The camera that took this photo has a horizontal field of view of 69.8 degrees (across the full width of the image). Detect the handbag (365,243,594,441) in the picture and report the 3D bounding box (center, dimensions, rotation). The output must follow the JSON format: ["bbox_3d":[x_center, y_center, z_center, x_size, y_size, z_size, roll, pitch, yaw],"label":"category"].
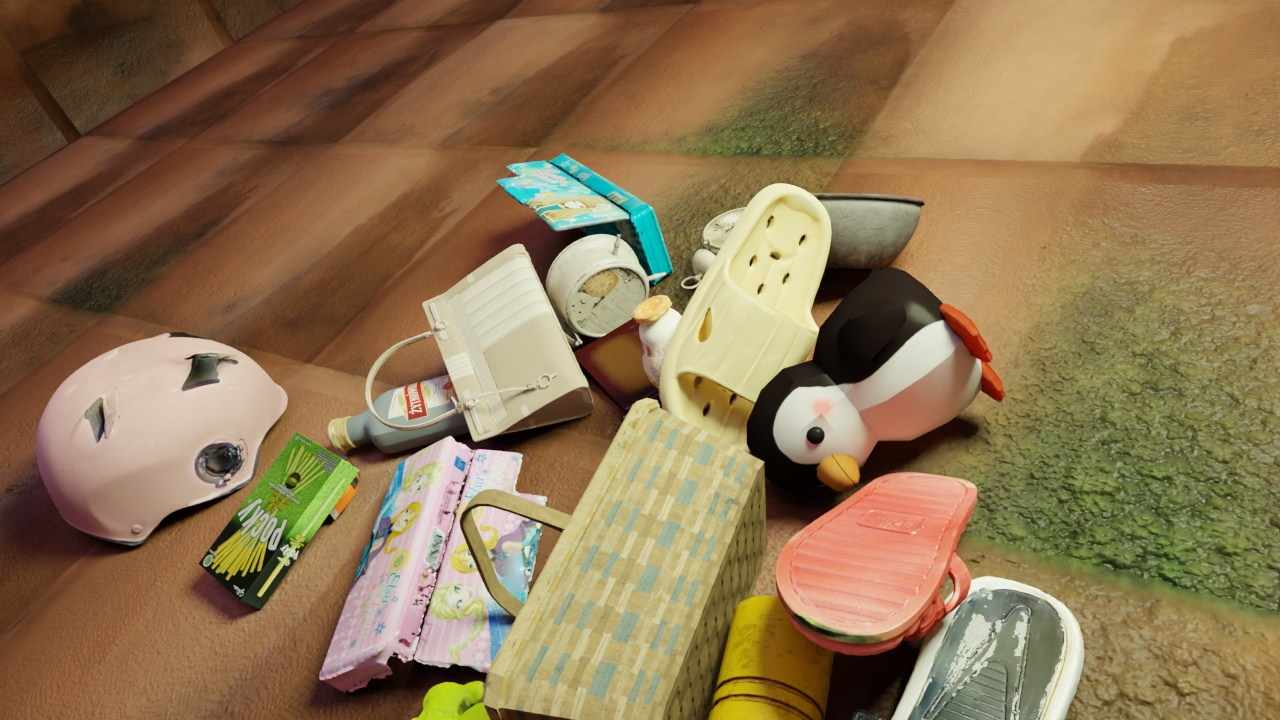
[{"bbox_3d":[-0.170,0.003,0.890,0.198,0.062,0.175,-23,63,-7],"label":"handbag"}]

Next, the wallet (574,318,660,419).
[{"bbox_3d":[-0.005,0.005,0.912,0.091,0.018,0.115,-32,41,-14],"label":"wallet"}]

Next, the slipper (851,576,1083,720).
[{"bbox_3d":[0.179,0.225,0.521,0.111,0.063,0.263,12,46,36],"label":"slipper"}]

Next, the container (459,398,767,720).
[{"bbox_3d":[-0.033,0.156,0.634,0.186,0.158,0.249,11,47,20],"label":"container"}]

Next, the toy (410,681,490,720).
[{"bbox_3d":[-0.128,0.264,0.640,0.094,0.036,0.094,-3,34,30],"label":"toy"}]

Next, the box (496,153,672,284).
[{"bbox_3d":[-0.066,-0.182,1.055,0.085,0.170,0.227,-58,40,8],"label":"box"}]

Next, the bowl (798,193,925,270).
[{"bbox_3d":[0.201,-0.123,0.899,0.145,0.067,0.145,2,5,0],"label":"bowl"}]

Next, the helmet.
[{"bbox_3d":[-0.526,0.060,0.996,0.254,0.153,0.230,-32,35,-23],"label":"helmet"}]

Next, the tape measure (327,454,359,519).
[{"bbox_3d":[-0.306,0.119,0.898,0.058,0.038,0.058,7,46,32],"label":"tape measure"}]

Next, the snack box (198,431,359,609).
[{"bbox_3d":[-0.336,0.146,0.854,0.080,0.025,0.147,20,70,37],"label":"snack box"}]

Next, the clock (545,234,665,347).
[{"bbox_3d":[-0.054,-0.057,0.958,0.157,0.103,0.061,-45,44,10],"label":"clock"}]

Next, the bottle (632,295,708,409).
[{"bbox_3d":[0.031,-0.005,0.826,0.063,0.109,0.063,-22,30,13],"label":"bottle"}]

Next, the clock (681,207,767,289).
[{"bbox_3d":[0.096,-0.118,0.981,0.140,0.055,0.093,-37,40,-22],"label":"clock"}]

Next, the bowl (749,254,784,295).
[{"bbox_3d":[0.105,-0.060,0.887,0.057,0.137,0.136,44,65,8],"label":"bowl"}]

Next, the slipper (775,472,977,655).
[{"bbox_3d":[0.160,0.134,0.597,0.104,0.059,0.248,3,14,29],"label":"slipper"}]

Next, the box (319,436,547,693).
[{"bbox_3d":[-0.168,0.158,0.770,0.160,0.063,0.229,-10,39,14],"label":"box"}]

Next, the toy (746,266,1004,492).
[{"bbox_3d":[0.160,0.021,0.719,0.184,0.159,0.140,-39,50,6],"label":"toy"}]

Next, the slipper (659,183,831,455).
[{"bbox_3d":[0.100,-0.042,0.779,0.261,0.111,0.079,-67,9,-15],"label":"slipper"}]

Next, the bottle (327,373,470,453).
[{"bbox_3d":[-0.237,0.057,0.934,0.161,0.046,0.072,-15,39,8],"label":"bottle"}]

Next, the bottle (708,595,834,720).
[{"bbox_3d":[0.073,0.232,0.556,0.071,0.071,0.163,-2,42,23],"label":"bottle"}]
